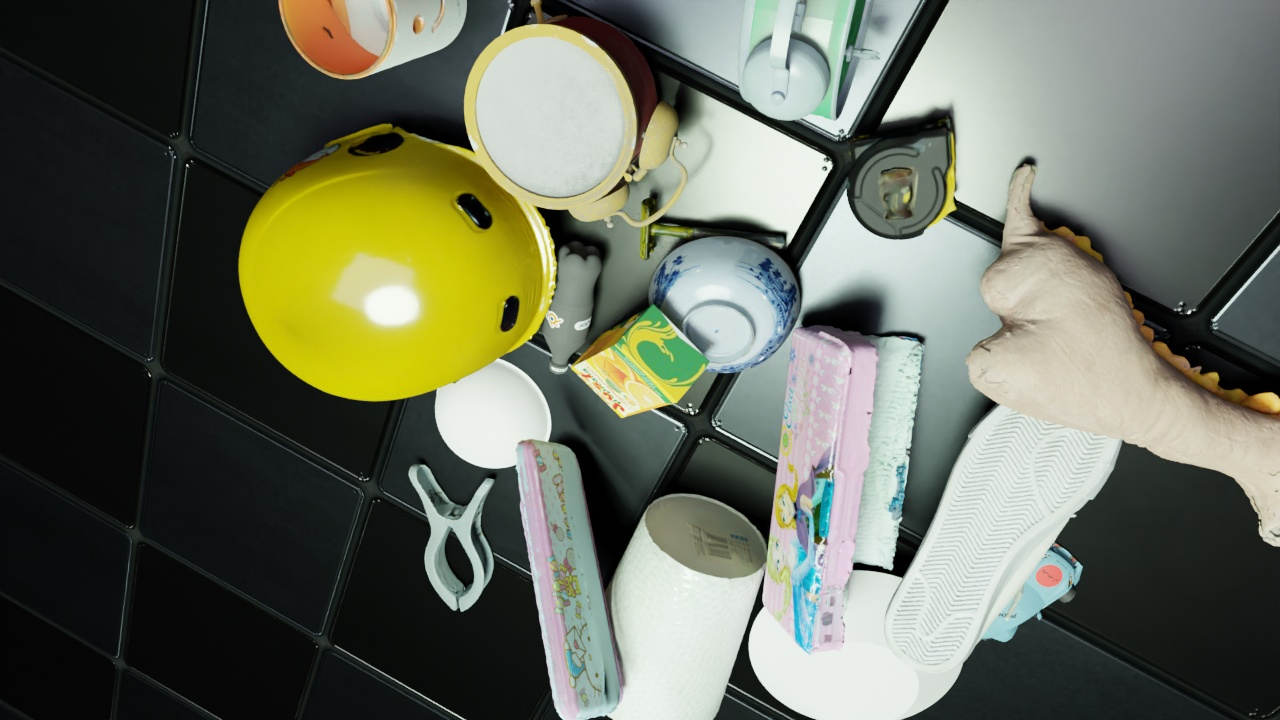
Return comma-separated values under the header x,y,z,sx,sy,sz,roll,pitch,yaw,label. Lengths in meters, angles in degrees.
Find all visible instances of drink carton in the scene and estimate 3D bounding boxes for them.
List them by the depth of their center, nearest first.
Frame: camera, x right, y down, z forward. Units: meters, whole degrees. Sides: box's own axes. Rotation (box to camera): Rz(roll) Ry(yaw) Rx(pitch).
x,y,z,sx,sy,sz,roll,pitch,yaw,label
-0.004,0.004,0.686,0.058,0.041,0.123,45,160,-8,drink carton

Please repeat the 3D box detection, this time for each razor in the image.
x,y,z,sx,sy,sz,roll,pitch,yaw,label
0.052,-0.090,0.664,0.106,0.026,0.042,8,117,11,razor

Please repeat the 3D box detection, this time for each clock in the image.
x,y,z,sx,sy,sz,roll,pitch,yaw,label
0.098,-0.195,0.509,0.075,0.161,0.122,15,120,13,clock
-0.036,-0.160,0.622,0.159,0.081,0.117,43,122,-7,clock

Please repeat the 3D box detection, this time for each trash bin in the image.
x,y,z,sx,sy,sz,roll,pitch,yaw,label
0.030,0.207,0.768,0.133,0.133,0.162,22,117,8,trash bin

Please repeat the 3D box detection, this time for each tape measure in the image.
x,y,z,sx,sy,sz,roll,pitch,yaw,label
0.170,-0.116,0.596,0.071,0.042,0.072,-8,116,19,tape measure

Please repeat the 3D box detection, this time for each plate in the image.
x,y,z,sx,sy,sz,roll,pitch,yaw,label
0.175,0.250,0.747,0.174,0.036,0.174,4,119,7,plate

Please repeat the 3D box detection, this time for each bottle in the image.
x,y,z,sx,sy,sz,roll,pitch,yaw,label
-0.056,-0.039,0.719,0.036,0.036,0.110,19,121,9,bottle

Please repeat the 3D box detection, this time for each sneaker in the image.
x,y,z,sx,sy,sz,roll,pitch,yaw,label
0.259,0.112,0.664,0.089,0.090,0.242,33,100,23,sneaker

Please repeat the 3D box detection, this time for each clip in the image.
x,y,z,sx,sy,sz,roll,pitch,yaw,label
-0.166,0.172,0.875,0.090,0.027,0.162,1,117,17,clip

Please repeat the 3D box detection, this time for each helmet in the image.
x,y,z,sx,sy,sz,roll,pitch,yaw,label
-0.197,-0.057,0.683,0.240,0.139,0.209,-2,116,31,helmet

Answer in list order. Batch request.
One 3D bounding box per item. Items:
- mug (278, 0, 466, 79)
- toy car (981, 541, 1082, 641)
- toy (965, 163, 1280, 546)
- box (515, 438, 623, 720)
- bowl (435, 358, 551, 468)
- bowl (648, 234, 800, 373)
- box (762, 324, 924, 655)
x,y,z,sx,sy,sz,roll,pitch,yaw,label
-0.176,-0.240,0.616,0.082,0.105,0.082,8,118,15,mug
0.291,0.185,0.718,0.060,0.027,0.108,40,122,-3,toy car
0.334,-0.001,0.579,0.264,0.065,0.196,15,81,-6,toy
-0.059,0.175,0.737,0.062,0.140,0.214,-10,72,-6,box
-0.136,0.054,0.793,0.110,0.040,0.110,8,119,15,bowl
0.058,-0.030,0.663,0.114,0.045,0.114,6,129,8,bowl
0.154,0.091,0.674,0.090,0.084,0.230,0,104,-18,box
